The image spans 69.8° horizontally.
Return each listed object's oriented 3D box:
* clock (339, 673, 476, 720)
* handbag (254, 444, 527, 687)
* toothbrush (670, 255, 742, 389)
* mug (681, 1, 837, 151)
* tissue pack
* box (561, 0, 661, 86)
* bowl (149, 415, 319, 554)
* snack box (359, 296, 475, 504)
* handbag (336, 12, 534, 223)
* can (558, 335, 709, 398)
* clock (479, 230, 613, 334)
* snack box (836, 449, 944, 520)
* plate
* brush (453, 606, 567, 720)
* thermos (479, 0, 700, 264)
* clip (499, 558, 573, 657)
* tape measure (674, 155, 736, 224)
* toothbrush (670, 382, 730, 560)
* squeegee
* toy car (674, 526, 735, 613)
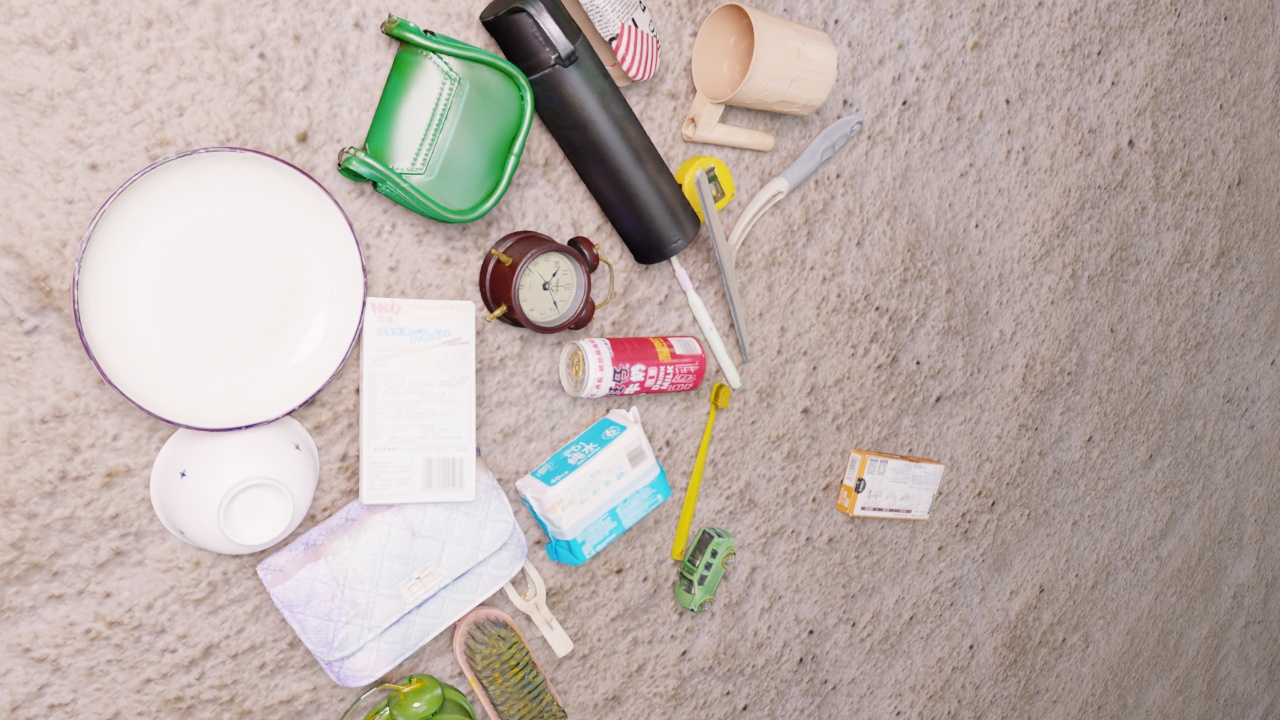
[{"bbox_3d":[-0.200,0.339,0.803,0.116,0.056,0.161,-46,124,-16],"label":"clock"},{"bbox_3d":[-0.191,0.161,0.743,0.193,0.076,0.134,-36,119,-22],"label":"handbag"},{"bbox_3d":[0.063,-0.043,0.889,0.020,0.029,0.189,-17,123,17],"label":"toothbrush"},{"bbox_3d":[0.104,-0.248,0.824,0.103,0.084,0.125,-1,129,-36],"label":"mug"},{"bbox_3d":[-0.040,0.114,0.839,0.139,0.063,0.090,-36,120,-22],"label":"tissue pack"},{"bbox_3d":[-0.030,-0.292,0.713,0.074,0.077,0.163,-49,123,-19],"label":"box"},{"bbox_3d":[-0.284,0.097,0.663,0.118,0.065,0.118,-14,116,-30],"label":"bowl"},{"bbox_3d":[-0.171,0.031,0.704,0.084,0.027,0.156,1,81,-22],"label":"snack box"},{"bbox_3d":[-0.150,-0.172,0.673,0.120,0.068,0.131,18,94,-36],"label":"handbag"},{"bbox_3d":[-0.005,0.005,0.835,0.132,0.053,0.053,-3,106,-34],"label":"can"},{"bbox_3d":[-0.075,-0.064,0.765,0.121,0.055,0.082,-3,106,-35],"label":"clock"},{"bbox_3d":[0.304,0.152,1.109,0.153,0.026,0.075,10,98,-36],"label":"snack box"},{"bbox_3d":[-0.283,-0.048,0.626,0.192,0.039,0.192,-15,112,-42],"label":"plate"},{"bbox_3d":[-0.125,0.279,0.827,0.063,0.073,0.146,-34,116,-22],"label":"brush"},{"bbox_3d":[-0.034,-0.183,0.737,0.068,0.090,0.242,-37,124,0],"label":"thermos"},{"bbox_3d":[-0.100,0.225,0.846,0.034,0.060,0.097,-32,109,-23],"label":"clip"},{"bbox_3d":[0.059,-0.159,0.845,0.060,0.029,0.057,-39,122,-19],"label":"tape measure"},{"bbox_3d":[0.062,0.115,0.938,0.015,0.017,0.190,9,99,-35],"label":"toothbrush"},{"bbox_3d":[0.137,-0.164,0.891,0.246,0.039,0.247,-49,144,-20],"label":"squeegee"},{"bbox_3d":[0.064,0.217,0.955,0.036,0.043,0.091,24,89,-40],"label":"toy car"}]
